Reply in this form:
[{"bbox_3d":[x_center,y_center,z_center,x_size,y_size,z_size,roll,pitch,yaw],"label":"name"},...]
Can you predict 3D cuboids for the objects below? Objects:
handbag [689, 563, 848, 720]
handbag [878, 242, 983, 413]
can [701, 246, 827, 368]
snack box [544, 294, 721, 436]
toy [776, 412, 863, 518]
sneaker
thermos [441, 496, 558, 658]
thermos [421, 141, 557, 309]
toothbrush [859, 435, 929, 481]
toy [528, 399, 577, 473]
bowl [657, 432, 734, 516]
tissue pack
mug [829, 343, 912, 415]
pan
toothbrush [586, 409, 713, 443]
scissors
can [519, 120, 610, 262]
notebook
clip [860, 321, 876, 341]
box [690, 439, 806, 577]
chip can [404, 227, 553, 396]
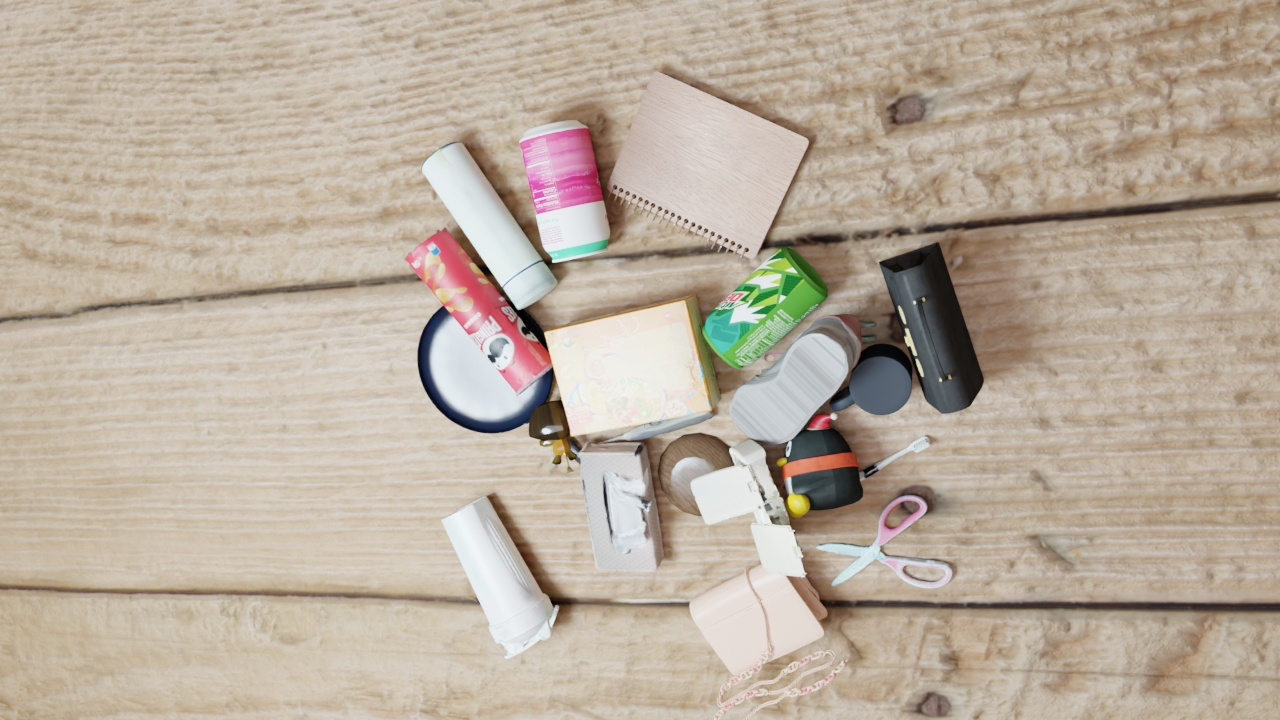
[{"bbox_3d":[0.149,0.346,1.161,0.199,0.186,0.116,-34,98,25],"label":"handbag"},{"bbox_3d":[0.324,-0.028,1.017,0.072,0.195,0.176,-18,96,20],"label":"handbag"},{"bbox_3d":[0.151,-0.063,1.122,0.144,0.083,0.083,-43,88,21],"label":"can"},{"bbox_3d":[-0.007,0.007,1.188,0.195,0.080,0.145,-12,97,18],"label":"snack box"},{"bbox_3d":[0.221,0.129,1.143,0.100,0.097,0.119,-10,76,3],"label":"toy"},{"bbox_3d":[0.196,0.020,1.118,0.099,0.089,0.237,49,143,6],"label":"sneaker"},{"bbox_3d":[-0.200,0.306,1.311,0.099,0.099,0.220,-28,90,20],"label":"thermos"},{"bbox_3d":[-0.199,-0.177,1.213,0.068,0.067,0.230,-33,92,21],"label":"thermos"},{"bbox_3d":[0.283,0.146,1.165,0.187,0.017,0.012,-34,99,21],"label":"toothbrush"},{"bbox_3d":[-0.110,0.103,1.237,0.076,0.063,0.100,-15,86,-21],"label":"toy"},{"bbox_3d":[0.076,0.157,1.223,0.118,0.030,0.118,4,103,16],"label":"bowl"},{"bbox_3d":[-0.024,0.201,1.236,0.104,0.071,0.181,-1,107,19],"label":"tissue pack"},{"bbox_3d":[0.276,0.030,1.108,0.105,0.077,0.071,-32,92,21],"label":"mug"},{"bbox_3d":[-0.159,0.060,1.279,0.356,0.021,0.199,44,109,0],"label":"pan"},{"bbox_3d":[0.009,0.094,1.232,0.186,0.022,0.024,-18,110,19],"label":"toothbrush"},{"bbox_3d":[0.321,0.255,1.180,0.158,0.014,0.173,45,110,3],"label":"scissors"},{"bbox_3d":[-0.094,-0.213,1.160,0.088,0.088,0.166,-9,99,19],"label":"can"},{"bbox_3d":[0.079,-0.237,1.139,0.210,0.022,0.169,27,107,10],"label":"notebook"},{"bbox_3d":[0.252,-0.035,1.131,0.076,0.023,0.047,-1,104,19],"label":"clip"},{"bbox_3d":[0.130,0.189,1.115,0.101,0.194,0.143,-23,93,-3],"label":"box"},{"bbox_3d":[-0.209,-0.064,1.210,0.073,0.073,0.233,-38,92,21],"label":"chip can"}]
